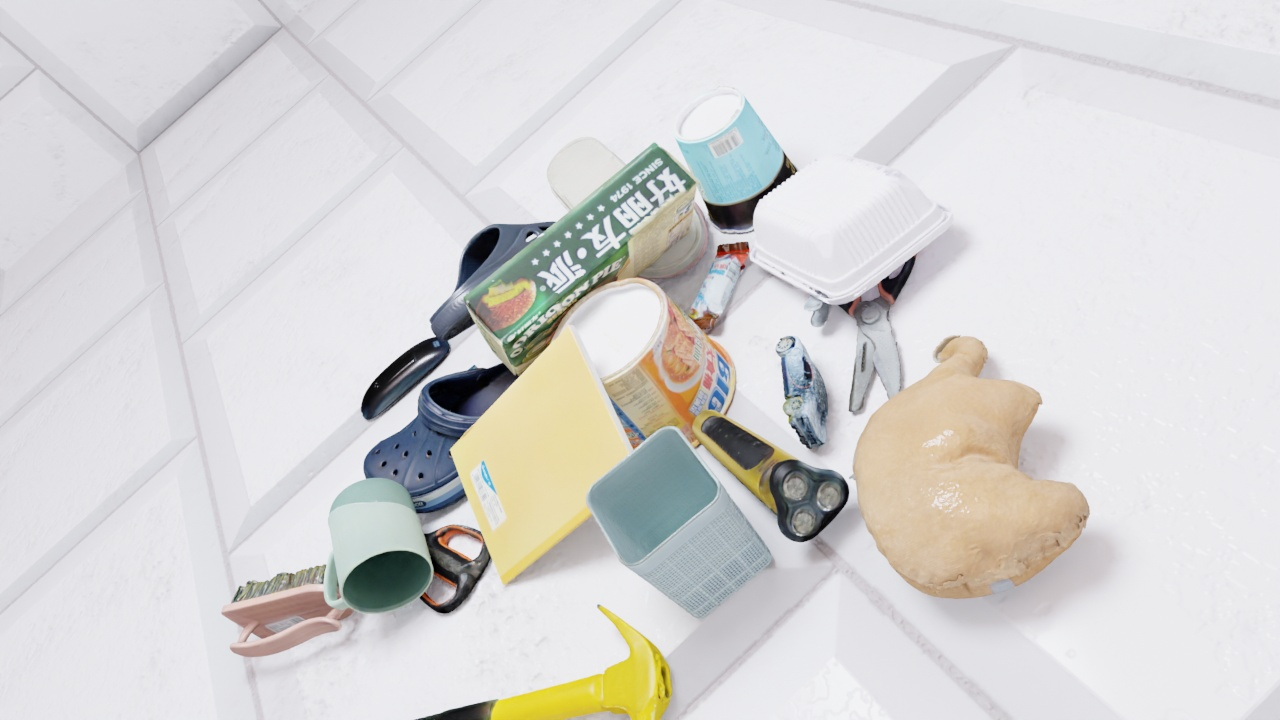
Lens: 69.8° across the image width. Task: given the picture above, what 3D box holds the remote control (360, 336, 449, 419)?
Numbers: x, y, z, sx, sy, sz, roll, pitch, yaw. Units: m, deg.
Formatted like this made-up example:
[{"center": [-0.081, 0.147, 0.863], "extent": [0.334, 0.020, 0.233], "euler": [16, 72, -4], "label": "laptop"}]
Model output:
[{"center": [-0.288, 0.016, 1.104], "extent": [0.136, 0.024, 0.053], "euler": [-41, 42, -1], "label": "remote control"}]

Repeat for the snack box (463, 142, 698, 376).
[{"center": [-0.052, -0.094, 0.880], "extent": [0.240, 0.114, 0.063], "euler": [-41, 79, -10], "label": "snack box"}]

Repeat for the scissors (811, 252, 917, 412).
[{"center": [0.195, -0.049, 0.806], "extent": [0.197, 0.015, 0.214], "euler": [-46, 42, -7], "label": "scissors"}]

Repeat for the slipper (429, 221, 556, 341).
[{"center": [-0.150, -0.107, 0.977], "extent": [0.111, 0.083, 0.267], "euler": [-39, 4, 31], "label": "slipper"}]

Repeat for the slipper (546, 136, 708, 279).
[{"center": [-0.017, -0.170, 1.039], "extent": [0.114, 0.054, 0.274], "euler": [-46, 51, 0], "label": "slipper"}]

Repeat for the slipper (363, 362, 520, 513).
[{"center": [-0.179, 0.062, 0.931], "extent": [0.253, 0.095, 0.105], "euler": [-32, 39, 4], "label": "slipper"}]

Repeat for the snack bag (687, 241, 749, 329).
[{"center": [0.076, -0.073, 0.908], "extent": [0.048, 0.026, 0.104], "euler": [-3, 51, 50], "label": "snack bag"}]

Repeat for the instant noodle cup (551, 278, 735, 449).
[{"center": [-0.005, 0.005, 0.833], "extent": [0.152, 0.111, 0.151], "euler": [-20, 44, 21], "label": "instant noodle cup"}]

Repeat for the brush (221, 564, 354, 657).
[{"center": [-0.343, 0.250, 0.910], "extent": [0.146, 0.063, 0.072], "euler": [-17, 42, 22], "label": "brush"}]

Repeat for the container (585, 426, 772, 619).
[{"center": [0.034, 0.127, 0.695], "extent": [0.090, 0.111, 0.090], "euler": [-39, 40, 1], "label": "container"}]

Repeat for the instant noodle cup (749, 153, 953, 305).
[{"center": [0.175, -0.130, 0.828], "extent": [0.138, 0.060, 0.173], "euler": [-37, 28, -5], "label": "instant noodle cup"}]

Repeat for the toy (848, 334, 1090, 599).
[{"center": [0.215, 0.062, 0.649], "extent": [0.144, 0.082, 0.225], "euler": [-18, 42, 16], "label": "toy"}]

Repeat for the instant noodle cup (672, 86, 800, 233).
[{"center": [0.093, -0.212, 0.944], "extent": [0.111, 0.120, 0.111], "euler": [-21, 44, 21], "label": "instant noodle cup"}]

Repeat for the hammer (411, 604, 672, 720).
[{"center": [-0.111, 0.282, 0.728], "extent": [0.301, 0.033, 0.128], "euler": [-21, 44, 20], "label": "hammer"}]

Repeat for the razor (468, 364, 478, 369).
[{"center": [-0.219, 0.068, 1.010], "extent": [0.143, 0.022, 0.042], "euler": [-43, 84, 2], "label": "razor"}]

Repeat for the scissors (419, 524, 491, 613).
[{"center": [-0.241, 0.192, 0.914], "extent": [0.235, 0.022, 0.124], "euler": [-6, 52, 33], "label": "scissors"}]

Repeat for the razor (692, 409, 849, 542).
[{"center": [0.094, 0.081, 0.733], "extent": [0.062, 0.067, 0.167], "euler": [-45, 34, -6], "label": "razor"}]

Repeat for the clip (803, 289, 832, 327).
[{"center": [0.163, -0.056, 0.813], "extent": [0.024, 0.028, 0.056], "euler": [-1, 50, 37], "label": "clip"}]

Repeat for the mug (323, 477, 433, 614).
[{"center": [-0.257, 0.179, 0.864], "extent": [0.112, 0.082, 0.106], "euler": [-43, 43, 8], "label": "mug"}]

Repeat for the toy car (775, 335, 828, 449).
[{"center": [0.136, 0.023, 0.759], "extent": [0.031, 0.049, 0.105], "euler": [-18, 46, 19], "label": "toy car"}]

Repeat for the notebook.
[{"center": [-0.090, 0.086, 0.798], "extent": [0.207, 0.010, 0.145], "euler": [-43, 62, 34], "label": "notebook"}]
